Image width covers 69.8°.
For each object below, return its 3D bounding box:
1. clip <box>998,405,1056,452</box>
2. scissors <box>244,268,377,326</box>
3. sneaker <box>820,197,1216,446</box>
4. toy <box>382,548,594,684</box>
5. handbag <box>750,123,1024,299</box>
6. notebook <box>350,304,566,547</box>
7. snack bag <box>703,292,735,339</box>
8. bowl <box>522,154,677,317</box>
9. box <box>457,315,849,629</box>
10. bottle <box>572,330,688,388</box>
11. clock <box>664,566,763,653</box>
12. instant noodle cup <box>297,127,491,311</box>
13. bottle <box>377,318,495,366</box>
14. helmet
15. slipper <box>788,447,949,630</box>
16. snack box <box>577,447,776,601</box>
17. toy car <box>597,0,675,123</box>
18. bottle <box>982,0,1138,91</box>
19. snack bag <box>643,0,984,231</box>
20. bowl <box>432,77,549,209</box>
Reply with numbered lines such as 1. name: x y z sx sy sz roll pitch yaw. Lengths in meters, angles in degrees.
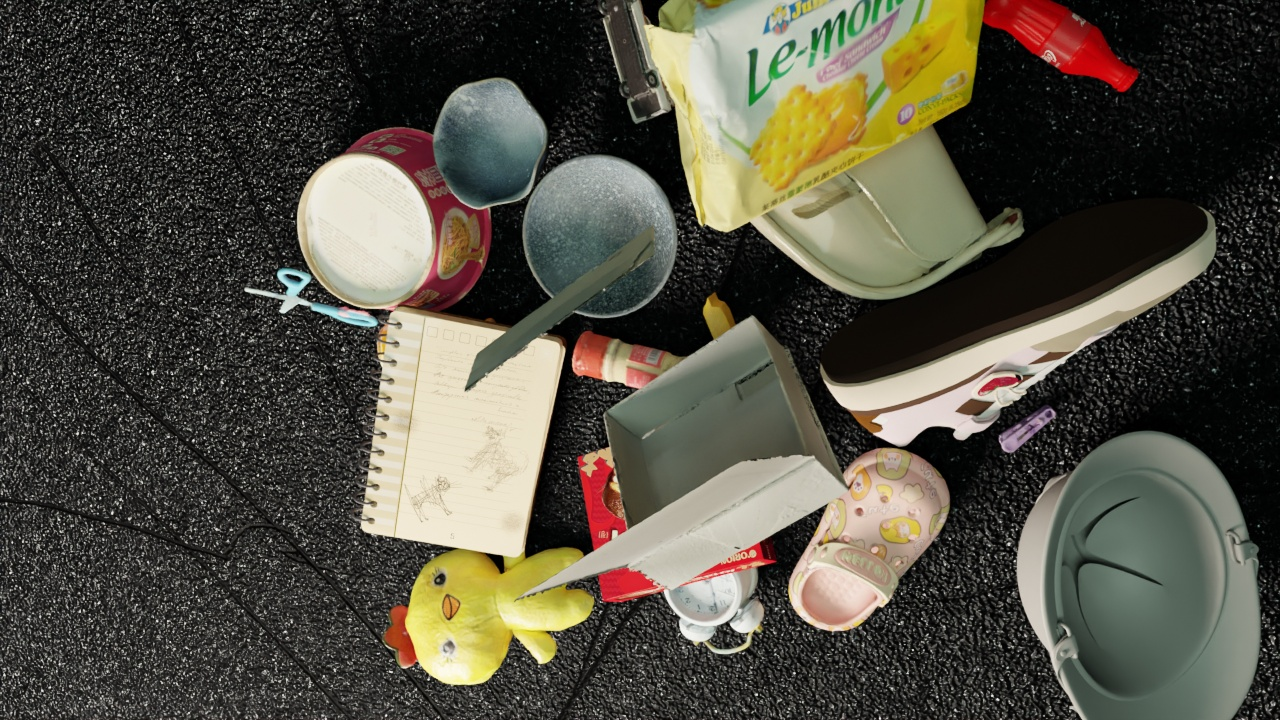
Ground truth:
1. clip: 0.316 0.055 0.750 0.051 0.032 0.013 -42 89 20
2. scissors: -0.324 -0.061 0.881 0.135 0.130 0.015 8 69 3
3. sneaker: 0.295 -0.012 0.707 0.294 0.111 0.116 -27 117 20
4. toy: -0.148 0.246 0.909 0.208 0.092 0.133 -21 65 14
5. handbag: 0.158 -0.146 0.694 0.184 0.131 0.229 -31 96 15
6. notebook: -0.171 0.070 0.846 0.167 0.024 0.226 11 107 -6
7. snack bag: 0.079 -0.011 0.803 0.020 0.026 0.099 -21 99 20
8. bowl: -0.028 -0.109 0.792 0.137 0.057 0.137 5 106 16
9. box: 0.025 0.072 0.642 0.167 0.329 0.165 -35 80 18
10. bottle: -0.005 0.005 0.824 0.109 0.044 0.044 14 108 12
11. clock: 0.069 0.214 0.849 0.083 0.057 0.117 -19 92 20
12. instant noodle cup: -0.234 -0.122 0.840 0.179 0.077 0.179 4 106 15
13. bottle: -0.189 -0.016 0.864 0.109 0.063 0.063 -8 103 6
14. helmet: 0.366 0.171 0.724 0.183 0.118 0.271 -24 104 -10
15. slipper: 0.192 0.169 0.782 0.093 0.081 0.198 25 118 4
16. snack box: 0.029 0.131 0.818 0.152 0.035 0.132 -20 68 21
17. toy car: -0.001 -0.256 0.754 0.039 0.038 0.113 -7 103 45
18. bottle: 0.306 -0.234 0.667 0.119 0.036 0.036 35 111 5
19. snack bag: 0.121 -0.200 0.592 0.247 0.068 0.160 -29 139 -11
20. bowl: -0.121 -0.187 0.797 0.110 0.055 0.110 4 101 22
